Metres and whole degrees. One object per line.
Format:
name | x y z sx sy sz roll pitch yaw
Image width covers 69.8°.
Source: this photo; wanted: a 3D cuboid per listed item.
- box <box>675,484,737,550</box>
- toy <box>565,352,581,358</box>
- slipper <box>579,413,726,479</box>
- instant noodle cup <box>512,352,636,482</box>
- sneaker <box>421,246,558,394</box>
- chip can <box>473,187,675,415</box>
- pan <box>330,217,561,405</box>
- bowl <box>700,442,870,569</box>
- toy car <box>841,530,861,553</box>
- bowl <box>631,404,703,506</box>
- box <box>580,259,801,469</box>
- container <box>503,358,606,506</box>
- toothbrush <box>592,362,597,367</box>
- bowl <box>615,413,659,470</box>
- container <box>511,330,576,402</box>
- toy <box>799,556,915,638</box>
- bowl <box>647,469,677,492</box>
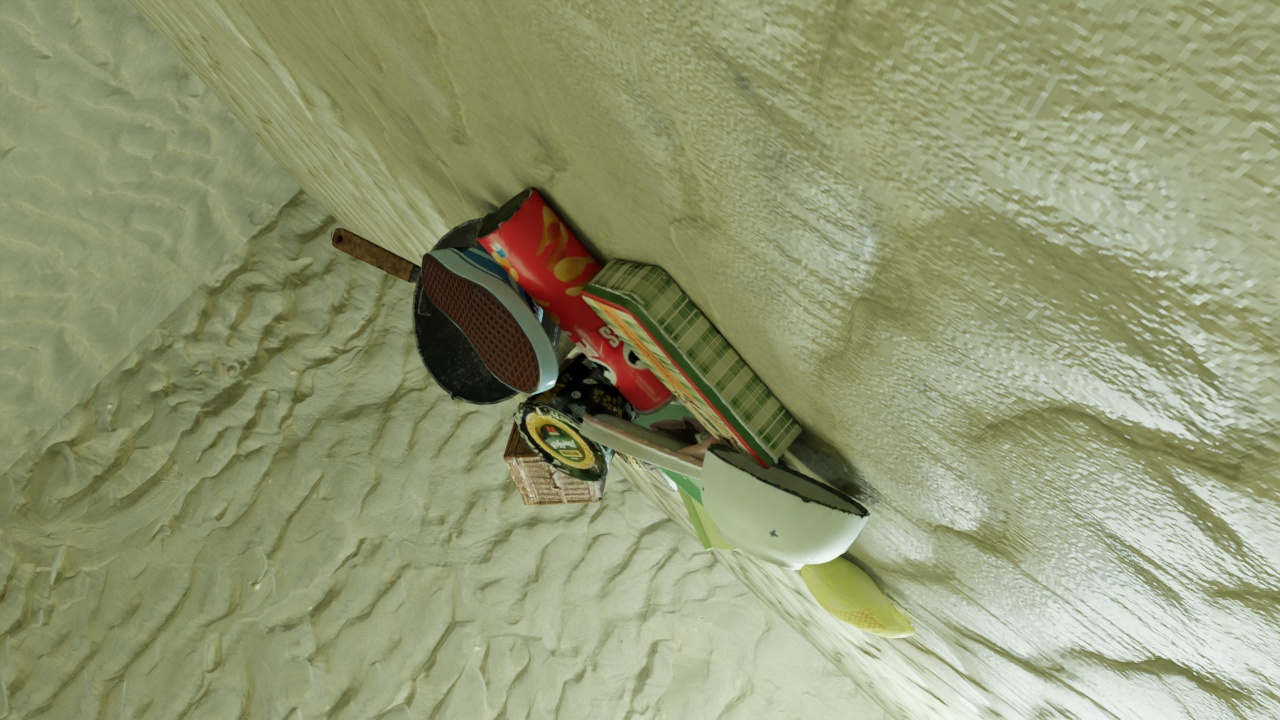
box | 0.068 0.162 1.214 0.187 0.044 0.141 67 167 -1
toy | -0.079 0.020 1.365 0.110 0.047 0.063 4 134 52
slipper | 0.059 0.088 0.924 0.274 0.054 0.114 20 178 -37
instant noodle cup | -0.070 0.063 1.126 0.137 0.112 0.137 24 145 18
sneaker | -0.121 -0.054 0.885 0.241 0.098 0.083 40 133 44
chip can | -0.049 -0.052 0.842 0.233 0.073 0.073 48 170 -24
pan | -0.225 -0.083 1.037 0.357 0.208 0.040 27 -167 28
bowl | 0.119 0.135 0.818 0.153 0.073 0.153 21 -176 -2
toy car | 0.181 0.162 0.927 0.034 0.046 0.112 43 172 -18
bowl | 0.059 0.104 1.074 0.151 0.077 0.151 41 171 8
box | 0.042 0.003 0.786 0.205 0.049 0.118 48 168 -25
container | -0.104 0.096 1.270 0.113 0.198 0.114 -1 136 11
toothbrush | -0.006 0.006 1.011 0.181 0.016 0.016 9 138 55
bowl | -0.010 0.103 1.258 0.112 0.061 0.112 -23 -91 -82
container | -0.169 -0.041 1.163 0.184 0.142 0.246 30 171 0
toy | 0.254 0.282 1.124 0.155 0.064 0.170 32 180 -9
bowl | 0.029 0.133 1.359 0.116 0.065 0.116 41 171 8
